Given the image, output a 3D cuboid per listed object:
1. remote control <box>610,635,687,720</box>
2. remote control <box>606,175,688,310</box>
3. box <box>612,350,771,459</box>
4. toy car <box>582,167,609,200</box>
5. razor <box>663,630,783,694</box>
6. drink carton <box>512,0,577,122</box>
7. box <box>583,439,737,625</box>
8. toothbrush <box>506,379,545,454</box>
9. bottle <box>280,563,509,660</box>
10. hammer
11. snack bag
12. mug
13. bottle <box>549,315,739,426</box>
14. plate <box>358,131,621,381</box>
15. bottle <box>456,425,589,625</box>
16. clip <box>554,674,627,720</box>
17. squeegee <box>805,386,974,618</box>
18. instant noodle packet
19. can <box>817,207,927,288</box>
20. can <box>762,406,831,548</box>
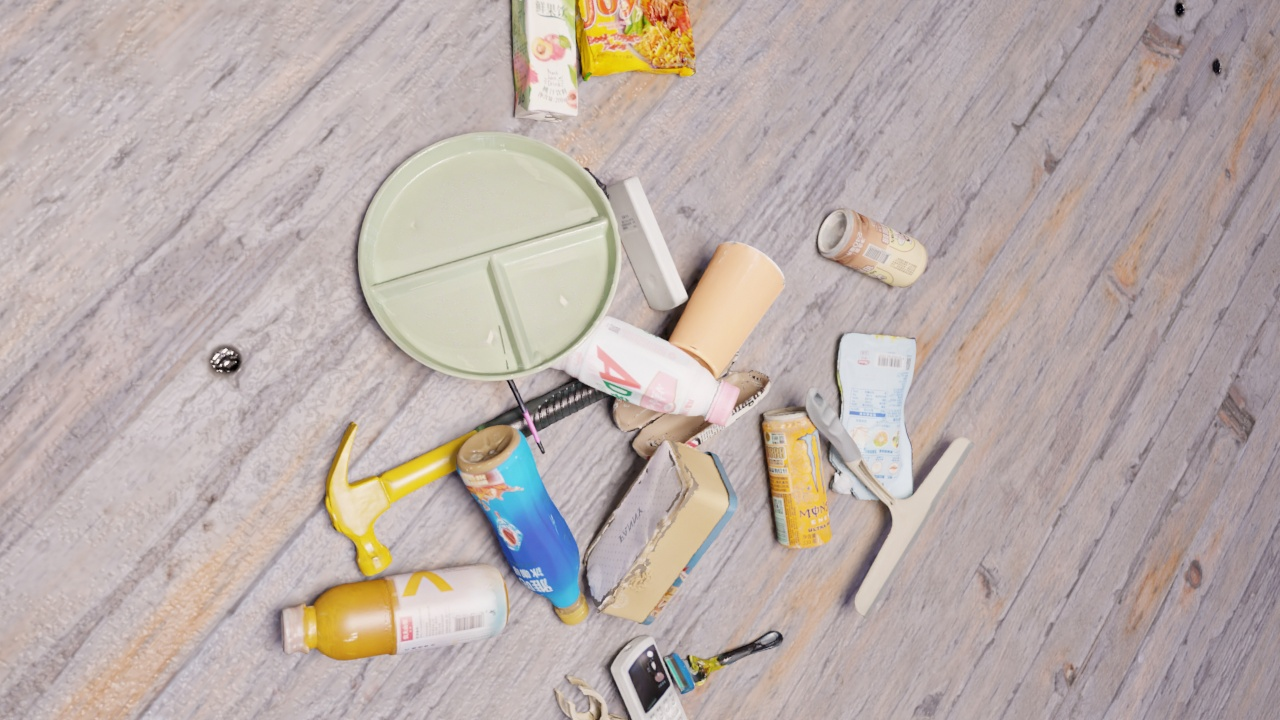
[{"bbox_3d":[0.017,0.354,0.928,0.058,0.021,0.150,-34,107,-48],"label":"remote control"},{"bbox_3d":[0.005,-0.114,0.908,0.019,0.056,0.135,-29,102,-25],"label":"remote control"},{"bbox_3d":[0.056,0.036,0.918,0.161,0.086,0.076,-32,142,-27],"label":"box"},{"bbox_3d":[-0.089,-0.117,0.870,0.070,0.042,0.158,42,75,-19],"label":"toy car"},{"bbox_3d":[0.092,0.315,0.975,0.142,0.022,0.042,-11,51,-28],"label":"razor"},{"bbox_3d":[-0.091,-0.290,0.865,0.053,0.046,0.122,-3,93,-31],"label":"drink carton"},{"bbox_3d":[0.018,0.157,0.862,0.062,0.089,0.185,24,115,-26],"label":"box"},{"bbox_3d":[-0.130,0.001,0.843,0.017,0.014,0.189,-24,84,-12],"label":"toothbrush"},{"bbox_3d":[-0.212,0.221,0.802,0.189,0.068,0.068,-2,92,-25],"label":"bottle"},{"bbox_3d":[-0.146,0.074,0.852,0.300,0.033,0.129,-26,103,-23],"label":"hammer"},{"bbox_3d":[0.268,0.065,1.046,0.110,0.039,0.191,3,92,-28],"label":"snack bag"},{"bbox_3d":[0.079,-0.045,0.895,0.078,0.078,0.122,40,69,-20],"label":"mug"},{"bbox_3d":[-0.005,0.005,0.853,0.197,0.068,0.068,23,79,4],"label":"bottle"},{"bbox_3d":[-0.132,-0.093,0.817,0.230,0.027,0.230,1,78,-5],"label":"plate"},{"bbox_3d":[-0.097,0.160,0.840,0.065,0.065,0.219,-35,122,-21],"label":"bottle"},{"bbox_3d":[-0.045,0.354,0.905,0.072,0.035,0.100,-46,117,-19],"label":"clip"},{"bbox_3d":[0.236,0.109,0.993,0.246,0.039,0.246,47,70,-28],"label":"squeegee"},{"bbox_3d":[-0.010,-0.333,0.906,0.128,0.044,0.111,-11,91,-25],"label":"instant noodle packet"},{"bbox_3d":[0.260,-0.125,1.027,0.116,0.059,0.058,18,83,-25],"label":"can"},{"bbox_3d":[0.168,0.126,0.987,0.058,0.058,0.146,-11,95,-25],"label":"can"}]
